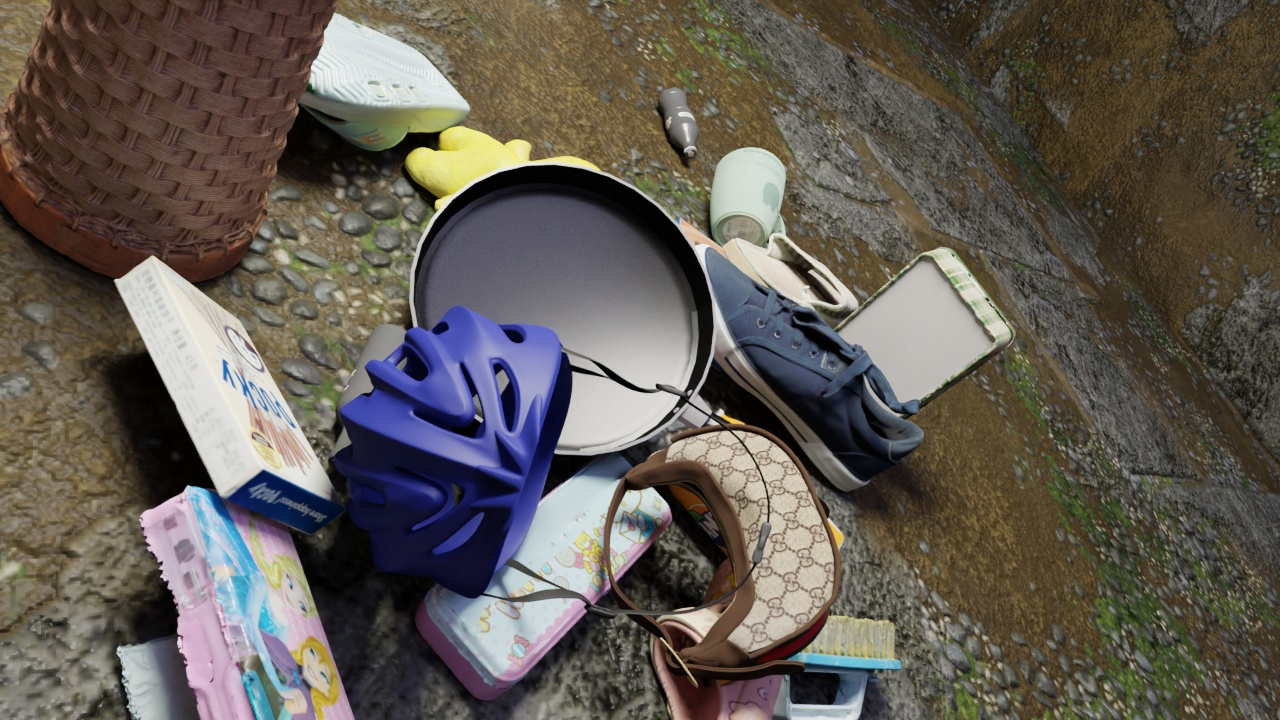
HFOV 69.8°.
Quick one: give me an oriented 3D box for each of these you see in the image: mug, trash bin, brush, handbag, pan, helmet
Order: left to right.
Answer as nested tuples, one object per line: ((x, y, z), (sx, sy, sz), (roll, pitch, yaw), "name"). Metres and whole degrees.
((-0.259, -0.164, 0.519), (0.151, 0.211, 0.151), (27, 40, -25), "trash bin")
((-0.051, 0.060, 0.506), (0.227, 0.242, 0.147), (18, 86, -11), "helmet")
((-0.004, 0.004, 0.670), (0.356, 0.034, 0.224), (41, 63, -2), "pan")
((0.048, 0.122, 0.576), (0.138, 0.063, 0.166), (-15, 54, -4), "handbag")
((0.129, -0.168, 1.045), (0.111, 0.084, 0.103), (43, 42, -30), "mug")
((0.147, 0.232, 0.688), (0.135, 0.056, 0.075), (16, 67, -36), "brush")

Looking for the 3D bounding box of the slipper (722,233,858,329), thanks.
((0.170, -0.086, 0.986), (0.114, 0.054, 0.272), (50, 21, 26), "slipper")

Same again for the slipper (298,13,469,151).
((-0.220, -0.214, 0.735), (0.104, 0.074, 0.245), (49, 19, 5), "slipper")

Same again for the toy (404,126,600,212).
((-0.095, -0.126, 0.763), (0.207, 0.092, 0.133), (37, 54, 2), "toy")

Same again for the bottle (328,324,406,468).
((-0.172, 0.024, 0.579), (0.030, 0.030, 0.112), (31, 37, -20), "bottle")

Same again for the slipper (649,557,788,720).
((0.047, 0.191, 0.597), (0.081, 0.093, 0.196), (30, 37, -4), "slipper")

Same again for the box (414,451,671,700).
((-0.052, 0.128, 0.596), (0.076, 0.036, 0.213), (49, 35, 5), "box")

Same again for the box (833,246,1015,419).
((0.253, -0.007, 0.902), (0.050, 0.206, 0.117), (-18, 67, -44), "box")

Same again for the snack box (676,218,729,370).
((0.058, -0.068, 0.908), (0.087, 0.034, 0.151), (32, 38, -20), "snack box")

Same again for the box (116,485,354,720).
((-0.178, 0.177, 0.415), (0.230, 0.077, 0.085), (61, 0, 21), "box")

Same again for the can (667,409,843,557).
((0.085, 0.113, 0.716), (0.142, 0.079, 0.078), (49, 35, 3), "can")

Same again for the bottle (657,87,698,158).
((0.049, -0.287, 1.114), (0.036, 0.036, 0.109), (16, 45, -36), "bottle")

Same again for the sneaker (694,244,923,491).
((0.158, -0.005, 0.829), (0.294, 0.127, 0.120), (45, 32, -18), "sneaker")

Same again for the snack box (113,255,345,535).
((-0.216, 0.019, 0.485), (0.150, 0.026, 0.082), (51, -6, 24), "snack box")
